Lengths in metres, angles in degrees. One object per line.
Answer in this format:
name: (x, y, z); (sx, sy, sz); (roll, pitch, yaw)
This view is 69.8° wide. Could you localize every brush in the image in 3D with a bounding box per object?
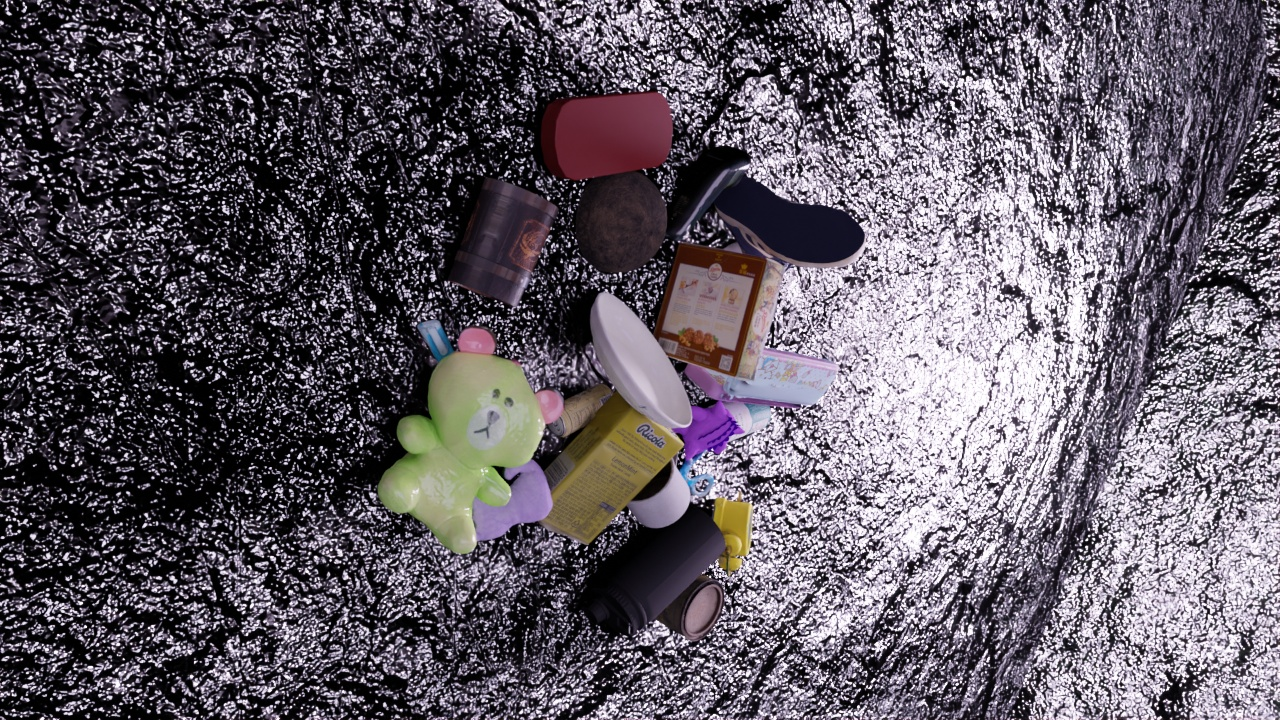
brush: (-0.039, -0.247, 1.001); (0.173, 0.042, 0.082); (-20, 117, -40)

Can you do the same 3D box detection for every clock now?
clock: (0.126, 0.249, 1.301); (0.083, 0.057, 0.118); (81, 18, -50)

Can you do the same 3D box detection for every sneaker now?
sneaker: (0.192, -0.137, 1.146); (0.091, 0.233, 0.118); (-46, 138, -12)

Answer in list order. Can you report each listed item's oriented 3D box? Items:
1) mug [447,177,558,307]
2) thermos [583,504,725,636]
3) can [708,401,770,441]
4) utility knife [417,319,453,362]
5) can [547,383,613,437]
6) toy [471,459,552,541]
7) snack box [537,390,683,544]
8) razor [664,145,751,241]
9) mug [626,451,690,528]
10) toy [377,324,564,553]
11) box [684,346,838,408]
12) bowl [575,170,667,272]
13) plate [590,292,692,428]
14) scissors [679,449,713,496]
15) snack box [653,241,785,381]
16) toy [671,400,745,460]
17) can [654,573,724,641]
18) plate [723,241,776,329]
mug: (-0.134, -0.114, 0.935); (0.107, 0.080, 0.115); (-69, 163, -2)
thermos: (0.016, 0.281, 1.206); (0.198, 0.086, 0.086); (-36, 126, -32)
can: (0.133, 0.080, 1.280); (0.101, 0.055, 0.055); (-16, 114, -42)
utility knife: (-0.190, 0.026, 0.961); (0.022, 0.015, 0.167); (-26, 126, -10)
can: (-0.070, 0.059, 1.077); (0.079, 0.038, 0.038); (-26, 121, -38)
toy: (-0.150, 0.153, 1.018); (0.099, 0.036, 0.080); (-15, 93, -19)
snack box: (-0.047, 0.131, 1.090); (0.181, 0.045, 0.121); (-47, 137, 5)
razor: (0.080, -0.205, 1.137); (0.151, 0.054, 0.067); (-55, 143, -10)
mug: (0.023, 0.151, 1.173); (0.113, 0.084, 0.070); (-55, 137, -24)
toy: (-0.176, 0.081, 0.928); (0.150, 0.107, 0.196); (40, 72, -23)
box: (0.168, 0.009, 1.247); (0.213, 0.090, 0.091); (8, 118, -46)
bowl: (-0.010, -0.157, 1.051); (0.121, 0.056, 0.121); (-17, 115, -41)
plate: (-0.006, 0.006, 1.055); (0.034, 0.182, 0.182); (-34, 137, 15)
scissors: (0.058, 0.152, 1.262); (0.139, 0.013, 0.118); (-5, 107, -43)
snack box: (0.092, -0.062, 1.125); (0.041, 0.143, 0.147); (12, 94, -47)
toy: (0.087, 0.093, 1.204); (0.088, 0.055, 0.106); (-31, 128, 12)
can: (0.062, 0.335, 1.280); (0.089, 0.075, 0.090); (-17, 116, -41)
plate: (0.137, -0.075, 1.263); (0.178, 0.012, 0.178); (-17, 115, -41)
